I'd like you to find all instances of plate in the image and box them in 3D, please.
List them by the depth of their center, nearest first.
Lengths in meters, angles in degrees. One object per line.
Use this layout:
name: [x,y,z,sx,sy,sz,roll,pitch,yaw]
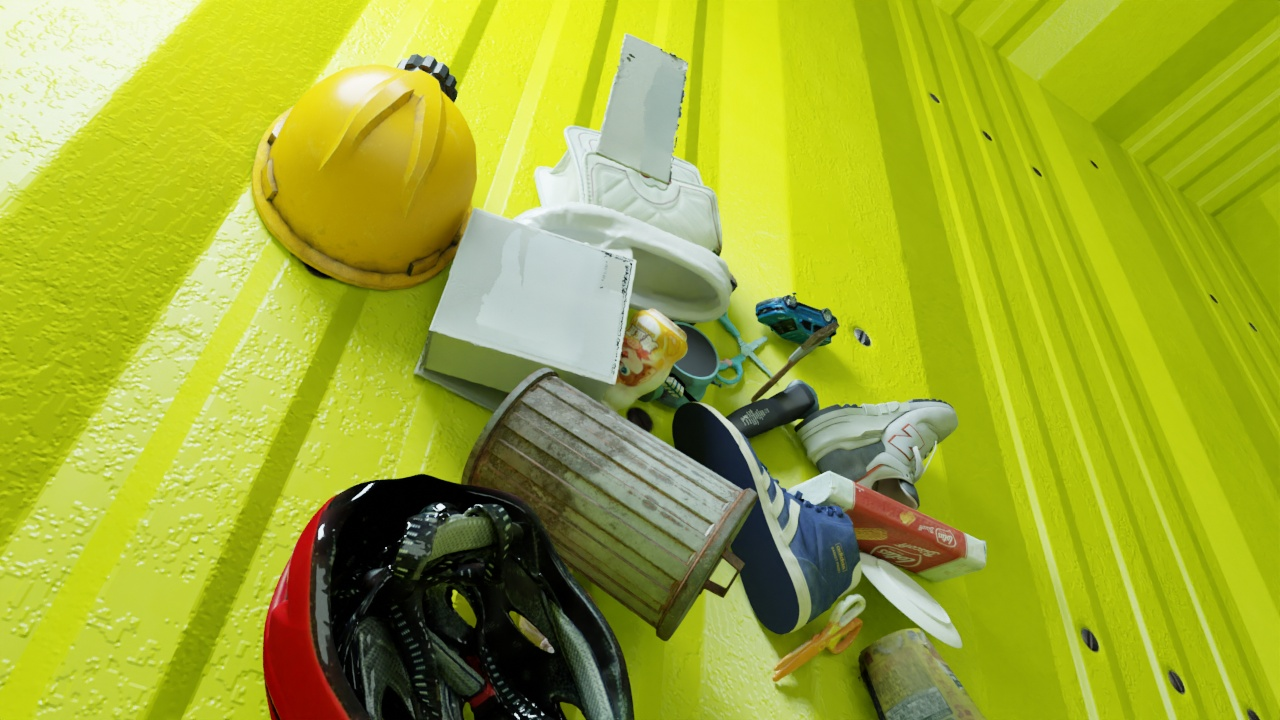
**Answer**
plate: [0.273,0.237,0.930,0.134,0.011,0.134,36,10,-8]

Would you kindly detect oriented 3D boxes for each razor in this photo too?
razor: [0.139,0.058,1.001,0.142,0.052,0.047,-16,69,-41]

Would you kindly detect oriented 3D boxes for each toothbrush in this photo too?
toothbrush: [0.078,0.068,0.929,0.167,0.014,0.014,45,46,-27]

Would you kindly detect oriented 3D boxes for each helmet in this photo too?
helmet: [-0.115,0.198,0.556,0.217,0.167,0.272,0,49,-55]
helmet: [-0.230,-0.198,0.847,0.205,0.132,0.254,29,42,-19]

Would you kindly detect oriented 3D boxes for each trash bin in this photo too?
trash bin: [-0.017,0.112,0.712,0.211,0.131,0.130,32,37,12]

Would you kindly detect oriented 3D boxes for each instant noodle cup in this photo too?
instant noodle cup: [0.256,0.312,0.844,0.102,0.102,0.108,9,42,-35]

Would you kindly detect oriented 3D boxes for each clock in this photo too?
clock: [0.025,0.002,0.948,0.124,0.053,0.090,6,52,-34]

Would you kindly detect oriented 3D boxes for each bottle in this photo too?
bottle: [-0.005,0.005,0.877,0.063,0.108,0.063,38,0,0]

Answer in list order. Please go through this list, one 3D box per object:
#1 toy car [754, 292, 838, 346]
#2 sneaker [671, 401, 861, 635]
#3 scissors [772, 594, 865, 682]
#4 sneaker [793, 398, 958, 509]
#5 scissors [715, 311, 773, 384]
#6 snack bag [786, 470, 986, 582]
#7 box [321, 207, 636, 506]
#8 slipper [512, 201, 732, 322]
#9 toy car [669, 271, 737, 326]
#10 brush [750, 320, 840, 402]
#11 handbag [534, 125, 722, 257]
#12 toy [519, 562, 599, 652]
toy car: [0.195,-0.048,1.136,0.120,0.056,0.043,17,68,-36]
sneaker: [0.133,0.135,0.888,0.118,0.092,0.233,-8,62,-39]
scissors: [0.164,0.255,0.841,0.130,0.070,0.013,-16,32,-38]
sneaker: [0.289,0.118,1.054,0.239,0.089,0.124,1,59,-30]
scissors: [0.107,-0.020,1.073,0.135,0.015,0.134,53,34,7]
snack bag: [0.259,0.179,0.971,0.225,0.078,0.041,27,53,-20]
box: [-0.178,0.039,0.932,0.171,0.405,0.168,27,45,-19]
slipper: [-0.021,-0.092,0.944,0.246,0.112,0.074,14,21,-15]
toy car: [0.058,-0.068,1.037,0.111,0.047,0.047,-39,86,-29]
brush: [0.159,0.006,0.985,0.045,0.143,0.008,-27,73,-41]
handbag: [-0.009,-0.175,1.044,0.198,0.096,0.141,8,52,-38]
toy: [-0.067,0.187,0.709,0.063,0.047,0.110,13,35,-33]
